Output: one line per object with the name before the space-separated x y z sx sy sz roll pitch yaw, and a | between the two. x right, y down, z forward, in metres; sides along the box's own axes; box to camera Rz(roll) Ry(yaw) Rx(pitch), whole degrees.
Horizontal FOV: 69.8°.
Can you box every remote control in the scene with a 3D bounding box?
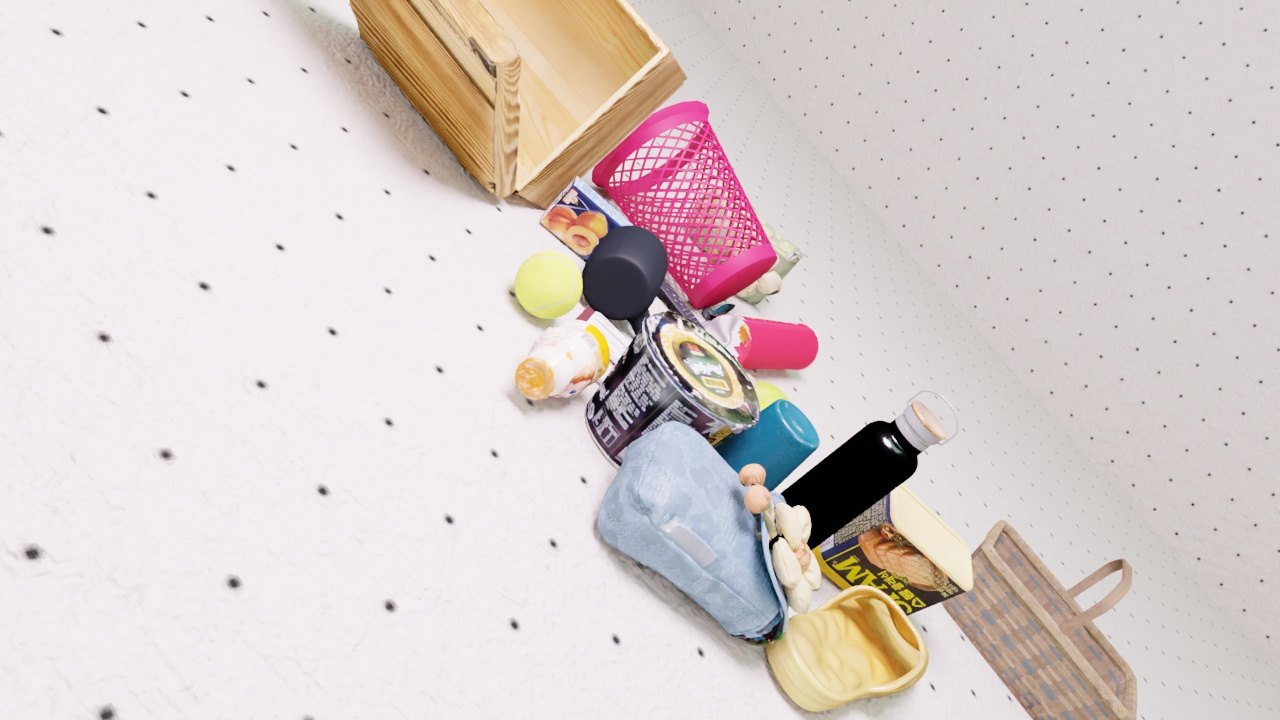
remote control | 0.034 -0.082 1.159 0.136 0.015 0.032 52 25 7

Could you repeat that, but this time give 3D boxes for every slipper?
slipper | 0.209 0.256 0.845 0.263 0.079 0.099 10 41 -52

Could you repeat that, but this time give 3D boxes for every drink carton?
drink carton | -0.046 -0.147 1.069 0.130 0.064 0.040 39 26 -15

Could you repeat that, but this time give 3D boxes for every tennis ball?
tennis ball | -0.089 -0.073 0.885 0.065 0.065 0.065 36 26 -21

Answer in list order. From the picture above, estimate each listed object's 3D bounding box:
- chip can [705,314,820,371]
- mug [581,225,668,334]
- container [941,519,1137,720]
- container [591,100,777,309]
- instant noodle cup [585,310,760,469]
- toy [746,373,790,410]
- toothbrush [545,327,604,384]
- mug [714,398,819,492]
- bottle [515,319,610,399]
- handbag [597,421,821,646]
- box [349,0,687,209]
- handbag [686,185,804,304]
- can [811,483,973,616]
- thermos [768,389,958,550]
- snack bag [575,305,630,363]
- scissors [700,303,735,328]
chip can | 0.163 -0.021 1.207 0.220 0.069 0.069 1 50 -57
mug | -0.012 -0.079 1.015 0.094 0.085 0.122 -66 139 -63
container | 0.513 0.308 1.116 0.250 0.187 0.157 53 25 15
container | 0.070 -0.196 1.223 0.225 0.184 0.182 59 26 10
instant noodle cup | 0.021 0.039 0.834 0.137 0.112 0.137 35 27 -21
toy | 0.136 0.047 1.090 0.115 0.046 0.092 34 25 -9
toothbrush | -0.025 0.024 0.898 0.181 0.018 0.015 37 26 -22
mug | 0.107 0.095 0.872 0.078 0.122 0.078 36 26 -21
bottle | -0.070 0.003 0.801 0.063 0.063 0.108 48 25 3
handbag | 0.068 0.134 0.747 0.192 0.119 0.121 43 42 -14
box | -0.172 -0.341 0.961 0.279 0.282 0.315 51 12 11
handbag | 0.142 -0.168 1.370 0.186 0.113 0.116 45 38 5
can | 0.265 0.202 0.962 0.135 0.105 0.075 41 37 -16
thermos | 0.196 0.111 0.856 0.061 0.232 0.061 36 26 -21
snack bag | -0.006 0.006 0.962 0.158 0.013 0.056 44 22 -6
scissors | 0.115 -0.050 1.237 0.140 0.019 0.128 28 30 -31
